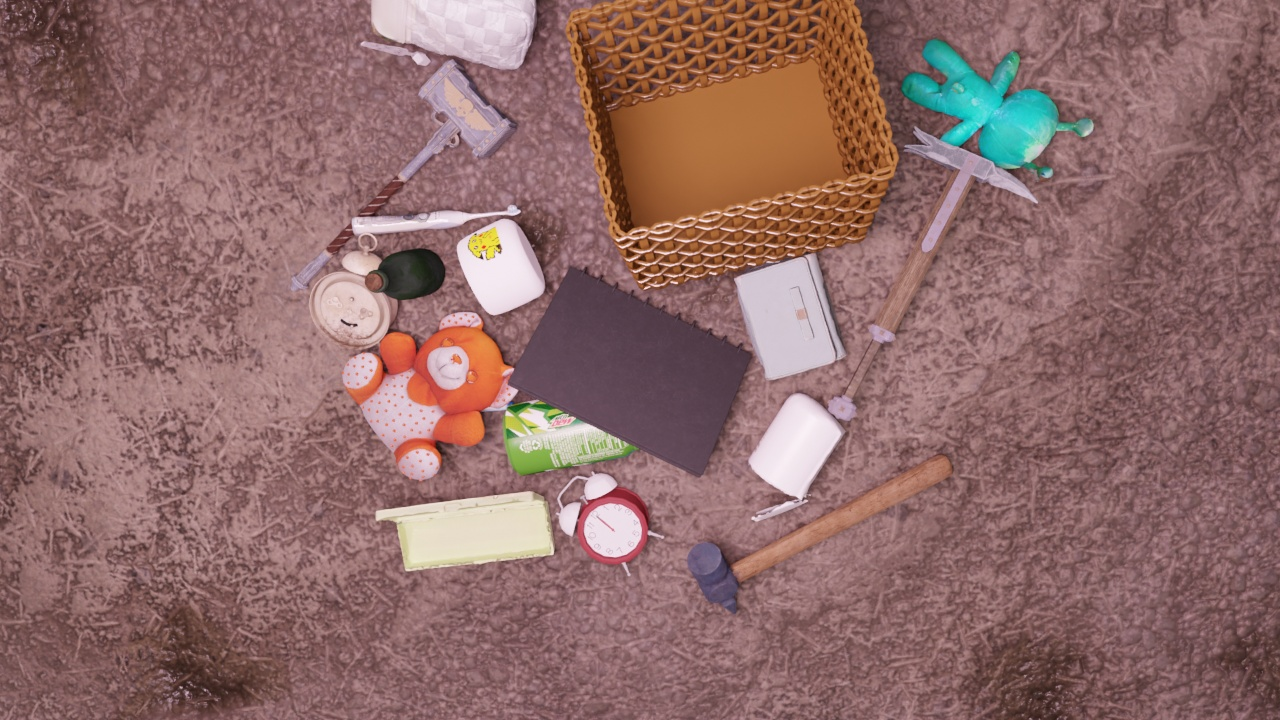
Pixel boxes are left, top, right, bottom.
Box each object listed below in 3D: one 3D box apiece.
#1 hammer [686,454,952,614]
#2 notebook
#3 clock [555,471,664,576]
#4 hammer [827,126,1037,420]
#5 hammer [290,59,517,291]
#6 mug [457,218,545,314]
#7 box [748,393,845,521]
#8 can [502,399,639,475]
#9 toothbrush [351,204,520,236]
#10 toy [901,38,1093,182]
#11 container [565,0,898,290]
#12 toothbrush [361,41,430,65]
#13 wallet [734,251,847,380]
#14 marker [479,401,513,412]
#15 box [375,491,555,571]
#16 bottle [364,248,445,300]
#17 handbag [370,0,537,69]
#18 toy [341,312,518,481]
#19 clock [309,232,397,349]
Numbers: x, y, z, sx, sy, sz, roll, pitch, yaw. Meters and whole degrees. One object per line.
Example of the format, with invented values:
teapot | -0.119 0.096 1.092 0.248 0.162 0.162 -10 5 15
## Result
hammer | 0.214 0.193 1.059 0.322 0.040 0.129 -27 137 0
notebook | -0.006 0.006 1.020 0.231 0.019 0.168 26 64 -1
clock | -0.040 0.188 1.083 0.124 0.044 0.087 40 99 -5
hammer | 0.290 -0.075 0.991 0.147 0.028 0.317 28 98 12
hammer | -0.288 -0.189 1.041 0.322 0.044 0.098 -42 95 11
mug | -0.156 -0.112 1.023 0.068 0.094 0.115 -24 55 4
box | 0.168 0.121 1.041 0.091 0.081 0.160 36 101 13
can | -0.077 0.079 1.048 0.144 0.083 0.083 -11 98 5
toothbrush | -0.227 -0.157 1.024 0.185 0.022 0.024 -5 137 -3
toy | 0.372 -0.266 0.977 0.193 0.072 0.131 34 105 6
container | 0.087 -0.218 0.898 0.252 0.214 0.219 -13 81 5
toothbrush | -0.249 -0.315 0.944 0.010 0.181 0.010 -38 98 13
wallet | 0.169 -0.051 1.032 0.100 0.054 0.131 -20 94 4
marker | -0.220 0.059 1.089 0.142 0.013 0.013 -6 99 4
box | -0.202 0.192 1.087 0.188 0.061 0.134 -9 137 6
bottle | -0.258 -0.090 0.984 0.055 0.174 0.055 0 99 3
handbag | -0.192 -0.385 0.968 0.171 0.113 0.123 15 65 -11
toy | -0.232 0.031 1.040 0.172 0.093 0.163 -37 81 -2
clock | -0.318 -0.081 1.043 0.093 0.054 0.141 18 115 -1
